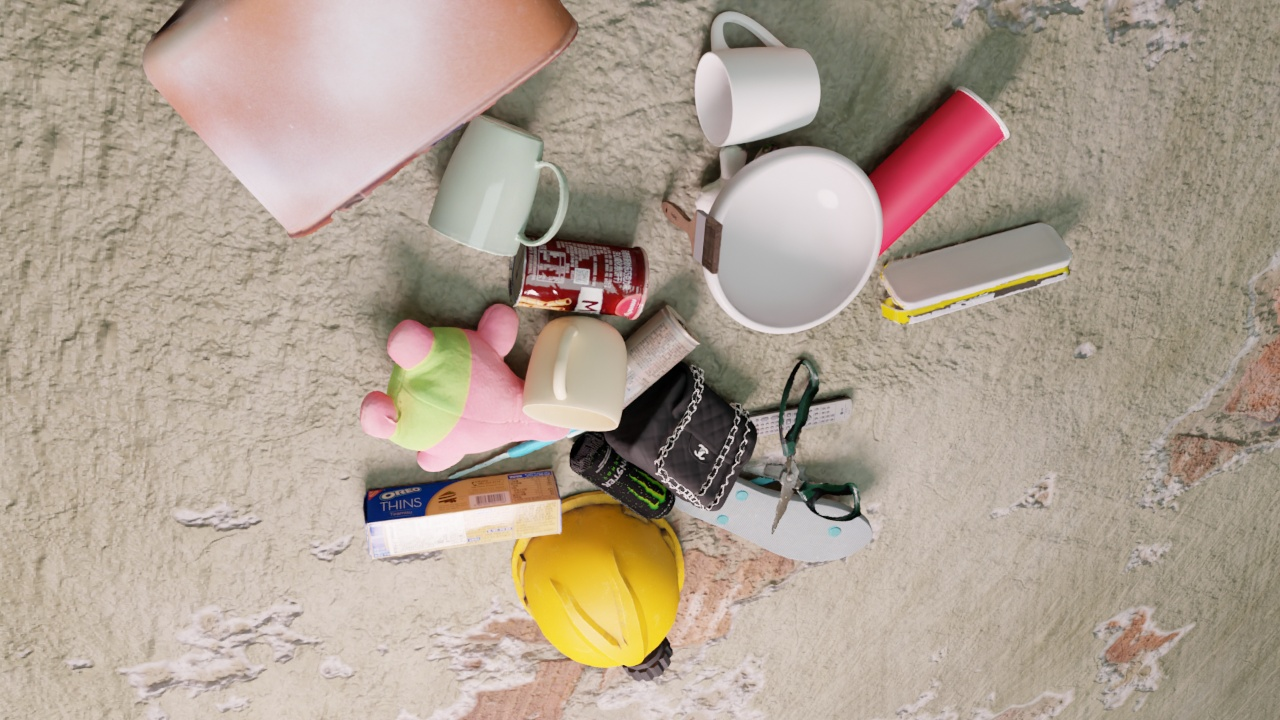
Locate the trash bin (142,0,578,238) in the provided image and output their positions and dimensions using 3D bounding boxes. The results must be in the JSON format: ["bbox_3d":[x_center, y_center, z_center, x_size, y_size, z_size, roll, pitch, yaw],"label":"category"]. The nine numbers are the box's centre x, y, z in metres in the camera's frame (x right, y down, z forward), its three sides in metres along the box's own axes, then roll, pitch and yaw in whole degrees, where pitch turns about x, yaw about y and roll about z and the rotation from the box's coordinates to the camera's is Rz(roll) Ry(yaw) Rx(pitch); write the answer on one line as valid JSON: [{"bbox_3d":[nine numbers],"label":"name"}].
[{"bbox_3d":[-0.198,-0.241,0.658,0.260,0.181,0.157,-33,124,6],"label":"trash bin"}]

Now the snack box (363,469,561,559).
[{"bbox_3d":[-0.192,0.165,0.998,0.206,0.057,0.056,-5,124,-13],"label":"snack box"}]

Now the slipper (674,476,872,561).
[{"bbox_3d":[0.156,0.183,1.131,0.268,0.054,0.098,18,118,-14],"label":"slipper"}]

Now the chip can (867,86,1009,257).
[{"bbox_3d":[0.256,-0.166,0.915,0.221,0.069,0.069,-44,124,13],"label":"chip can"}]

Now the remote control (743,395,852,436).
[{"bbox_3d":[0.184,0.067,1.077,0.136,0.013,0.033,-11,125,-11],"label":"remote control"}]

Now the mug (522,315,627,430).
[{"bbox_3d":[-0.062,0.005,0.882,0.096,0.099,0.120,5,163,10],"label":"mug"}]

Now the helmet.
[{"bbox_3d":[-0.036,0.288,1.082,0.205,0.131,0.255,-27,125,1],"label":"helmet"}]

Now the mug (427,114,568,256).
[{"bbox_3d":[-0.115,-0.147,0.793,0.111,0.084,0.104,25,104,10],"label":"mug"}]

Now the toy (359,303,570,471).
[{"bbox_3d":[-0.164,0.037,0.908,0.236,0.097,0.192,19,106,-42],"label":"toy"}]

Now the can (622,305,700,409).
[{"bbox_3d":[-0.006,0.006,0.954,0.136,0.054,0.054,-41,124,10],"label":"can"}]

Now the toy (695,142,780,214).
[{"bbox_3d":[0.090,-0.156,0.890,0.079,0.038,0.123,9,116,-31],"label":"toy"}]

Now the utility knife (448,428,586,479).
[{"bbox_3d":[-0.128,0.096,0.997,0.176,0.015,0.022,-22,154,-2],"label":"utility knife"}]

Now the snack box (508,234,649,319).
[{"bbox_3d":[-0.060,-0.079,0.871,0.121,0.072,0.072,4,120,-20],"label":"snack box"}]

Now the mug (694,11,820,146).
[{"bbox_3d":[0.101,-0.253,0.814,0.087,0.081,0.114,-13,94,-17],"label":"mug"}]

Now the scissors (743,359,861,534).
[{"bbox_3d":[0.197,0.105,1.055,0.201,0.015,0.203,15,85,-37],"label":"scissors"}]

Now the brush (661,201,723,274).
[{"bbox_3d":[0.043,-0.121,0.832,0.008,0.143,0.045,-4,114,-17],"label":"brush"}]

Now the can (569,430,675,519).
[{"bbox_3d":[-0.020,0.130,1.030,0.054,0.054,0.137,-43,124,12],"label":"can"}]

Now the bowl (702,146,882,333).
[{"bbox_3d":[0.134,-0.117,0.862,0.176,0.066,0.177,-7,117,-15],"label":"bowl"}]

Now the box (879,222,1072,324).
[{"bbox_3d":[0.366,-0.090,1.003,0.210,0.067,0.070,-15,127,-7],"label":"box"}]

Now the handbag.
[{"bbox_3d":[0.061,0.083,0.985,0.153,0.115,0.125,39,80,-31],"label":"handbag"}]
